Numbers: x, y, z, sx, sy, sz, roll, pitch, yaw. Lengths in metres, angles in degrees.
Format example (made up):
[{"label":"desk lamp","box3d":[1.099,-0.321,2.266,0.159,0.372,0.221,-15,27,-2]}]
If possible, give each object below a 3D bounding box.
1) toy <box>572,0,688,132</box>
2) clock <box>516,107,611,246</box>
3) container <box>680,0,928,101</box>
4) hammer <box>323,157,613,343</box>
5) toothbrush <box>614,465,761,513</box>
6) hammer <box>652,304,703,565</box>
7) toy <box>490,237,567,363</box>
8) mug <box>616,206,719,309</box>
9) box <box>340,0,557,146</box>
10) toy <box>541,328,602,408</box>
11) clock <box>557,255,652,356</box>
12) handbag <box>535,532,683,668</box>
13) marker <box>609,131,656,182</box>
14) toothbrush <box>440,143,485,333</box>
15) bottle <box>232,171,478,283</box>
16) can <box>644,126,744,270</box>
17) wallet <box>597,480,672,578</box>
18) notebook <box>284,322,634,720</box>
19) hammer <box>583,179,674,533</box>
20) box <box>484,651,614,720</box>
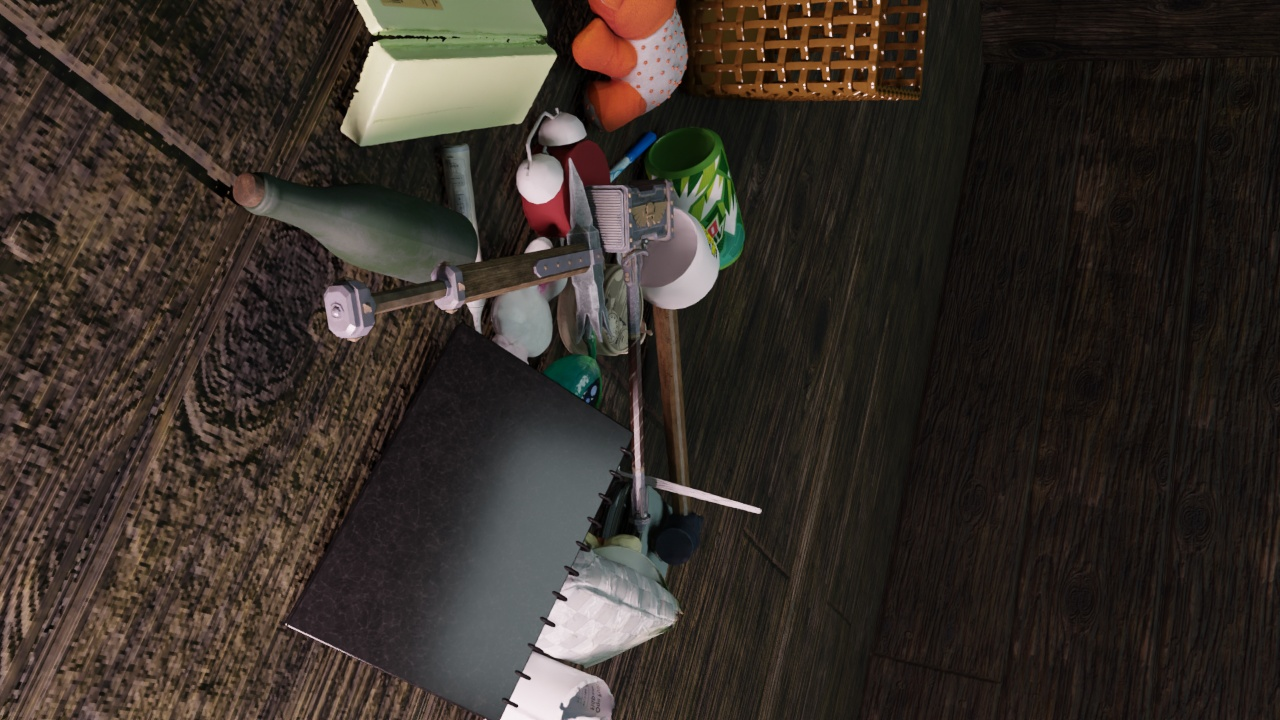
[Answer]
[{"label":"toy","box3d":[-0.010,-0.307,0.808,0.173,0.093,0.163,84,29,-52]},{"label":"clock","box3d":[-0.066,-0.151,0.774,0.087,0.044,0.124,-68,151,-27]},{"label":"container","box3d":[0.194,-0.411,1.040,0.250,0.214,0.220,-26,120,-60]},{"label":"hammer","box3d":[-0.100,-0.060,0.616,0.316,0.028,0.147,-28,114,-65]},{"label":"toothbrush","box3d":[0.032,0.122,0.891,0.010,0.182,0.010,-18,118,-65]},{"label":"hammer","box3d":[0.036,0.048,0.997,0.129,0.040,0.322,-20,105,-77]},{"label":"toy","box3d":[-0.095,-0.036,0.753,0.076,0.037,0.125,50,55,-62]},{"label":"mug","box3d":[0.024,-0.111,0.927,0.115,0.094,0.068,66,14,23]},{"label":"box","box3d":[-0.126,-0.215,0.623,0.187,0.061,0.133,-30,121,-58]},{"label":"toy","box3d":[-0.086,0.048,0.767,0.192,0.072,0.131,-55,-179,-39]},{"label":"clock","box3d":[-0.025,-0.040,0.877,0.141,0.055,0.092,45,56,-56]},{"label":"handbag","box3d":[-0.056,0.200,0.818,0.171,0.113,0.123,38,29,-49]},{"label":"marker","box3d":[-0.018,-0.191,0.898,0.141,0.013,0.013,-54,142,-45]},{"label":"toothbrush","box3d":[-0.129,-0.069,0.693,0.024,0.022,0.186,-115,-159,-68]},{"label":"bottle","box3d":[-0.172,-0.084,0.563,0.174,0.055,0.055,11,87,-63]},{"label":"can","box3d":[0.061,-0.170,0.984,0.082,0.083,0.144,-65,149,-32]},{"label":"wallet","box3d":[0.000,0.192,1.001,0.132,0.054,0.100,55,49,-61]},{"label":"notebook","box3d":[-0.112,0.114,0.648,0.169,0.019,0.231,34,67,-21]},{"label":"hammer","box3d":[-0.005,0.004,0.824,0.098,0.044,0.322,-28,119,-61]},{"label":"box","box3d":[-0.066,0.303,0.771,0.091,0.160,0.081,-18,108,-50]}]
